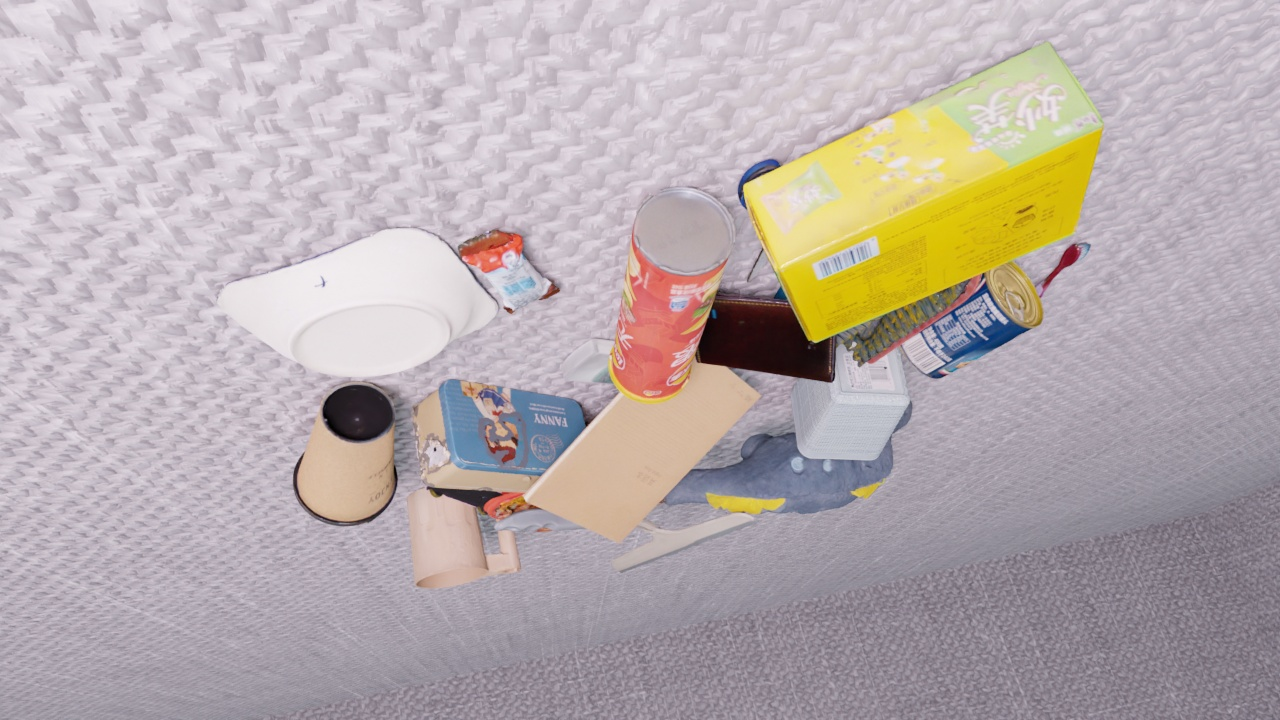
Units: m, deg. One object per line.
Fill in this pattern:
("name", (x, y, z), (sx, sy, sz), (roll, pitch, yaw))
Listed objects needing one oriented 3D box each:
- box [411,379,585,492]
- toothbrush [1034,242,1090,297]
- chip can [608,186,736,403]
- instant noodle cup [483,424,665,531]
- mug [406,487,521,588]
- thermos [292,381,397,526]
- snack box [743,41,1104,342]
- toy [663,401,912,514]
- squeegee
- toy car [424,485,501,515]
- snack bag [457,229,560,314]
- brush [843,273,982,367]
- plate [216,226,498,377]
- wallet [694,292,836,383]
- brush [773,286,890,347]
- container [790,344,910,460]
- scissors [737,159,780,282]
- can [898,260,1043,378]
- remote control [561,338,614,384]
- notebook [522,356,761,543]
("box", (-0.122, 0.076, 0.861), (0.184, 0.089, 0.059), (9, 147, -46))
("toothbrush", (0.396, -0.065, 0.914), (0.017, 0.016, 0.188), (-19, 157, -12))
("chip can", (0.019, -0.041, 0.694), (0.073, 0.073, 0.217), (-9, 155, -11))
("instant noodle cup", (-0.067, 0.132, 1.025), (0.189, 0.079, 0.164), (-20, 156, 11))
("mug", (-0.208, 0.204, 1.078), (0.124, 0.103, 0.084), (-3, 155, -23))
("thermos", (-0.255, 0.083, 0.810), (0.093, 0.093, 0.144), (-2, 147, -25))
("snack box", (0.190, -0.102, 0.627), (0.210, 0.070, 0.157), (-24, 157, 11))
("toy", (0.200, 0.108, 1.023), (0.355, 0.091, 0.138), (-18, -155, -27))
("squeegee", (-0.048, 0.177, 0.991), (0.246, 0.039, 0.247), (14, 149, -34))
("toy car", (-0.187, 0.142, 1.040), (0.056, 0.037, 0.122), (-30, 140, 29))
("snack bag", (-0.090, -0.060, 0.647), (0.045, 0.026, 0.105), (-25, 157, 3))
("brush", (0.235, -0.057, 0.798), (0.069, 0.063, 0.146), (-34, 175, -46))
("plate", (-0.193, -0.027, 0.657), (0.164, 0.034, 0.164), (-18, 156, 7))
("wallet", (0.103, -0.021, 0.769), (0.122, 0.020, 0.096), (8, 147, 16))
("brush", (0.156, -0.052, 0.769), (0.073, 0.055, 0.144), (24, 143, -21))
("container", (0.212, 0.036, 0.931), (0.090, 0.090, 0.112), (2, 147, -6))
("scissors", (0.099, -0.101, 0.675), (0.146, 0.012, 0.170), (4, 151, -37))
("can", (0.299, -0.038, 0.846), (0.075, 0.075, 0.111), (5, 151, -36))
("remote control", (-0.005, 0.005, 0.847), (0.135, 0.019, 0.056), (6, 150, -38))
("notebook", (0.007, 0.078, 0.872), (0.211, 0.012, 0.149), (-47, 136, 7))
